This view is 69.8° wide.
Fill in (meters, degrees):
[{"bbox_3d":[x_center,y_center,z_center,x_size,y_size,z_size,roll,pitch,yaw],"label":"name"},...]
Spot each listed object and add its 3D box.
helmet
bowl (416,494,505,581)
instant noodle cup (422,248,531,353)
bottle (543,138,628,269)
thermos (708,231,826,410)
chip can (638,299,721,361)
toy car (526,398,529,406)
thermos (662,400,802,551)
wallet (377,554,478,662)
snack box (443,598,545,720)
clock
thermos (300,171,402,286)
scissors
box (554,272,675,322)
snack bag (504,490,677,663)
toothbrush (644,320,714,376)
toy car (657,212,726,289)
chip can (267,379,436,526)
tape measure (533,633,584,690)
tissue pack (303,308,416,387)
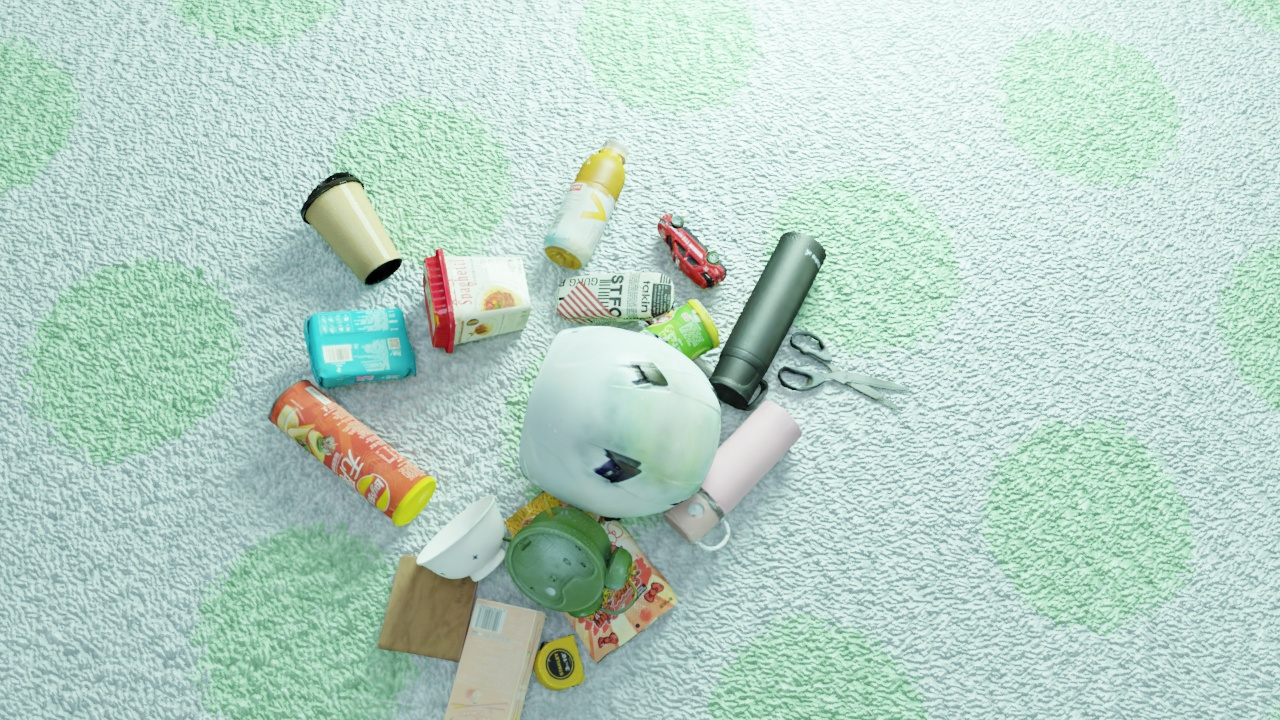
[{"bbox_3d":[0.002,0.077,1.043,0.258,0.146,0.229,24,81,-35],"label":"helmet"},{"bbox_3d":[-0.201,0.224,1.095,0.118,0.118,0.065,-40,100,-13],"label":"bowl"},{"bbox_3d":[-0.212,-0.081,1.186,0.124,0.117,0.116,-8,72,-17],"label":"instant noodle cup"},{"bbox_3d":[-0.068,-0.216,1.252,0.068,0.068,0.189,22,72,5],"label":"bottle"},{"bbox_3d":[0.170,-0.048,1.209,0.068,0.090,0.242,10,63,45],"label":"thermos"},{"bbox_3d":[-0.007,0.007,1.170,0.221,0.072,0.072,-31,76,-6],"label":"chip can"},{"bbox_3d":[-0.103,0.096,1.104,0.056,0.037,0.122,-11,78,-32],"label":"toy car"},{"bbox_3d":[0.120,0.147,1.143,0.087,0.067,0.198,43,75,7],"label":"thermos"},{"bbox_3d":[-0.254,0.297,1.107,0.101,0.020,0.115,9,69,-1],"label":"wallet"},{"bbox_3d":[-0.171,0.363,1.069,0.085,0.026,0.157,5,71,24],"label":"snack box"},{"bbox_3d":[-0.075,0.232,1.037,0.161,0.116,0.056,40,33,-4],"label":"clock"},{"bbox_3d":[-0.382,-0.174,1.221,0.093,0.093,0.143,-36,84,-12],"label":"thermos"},{"bbox_3d":[0.264,0.024,1.217,0.163,0.014,0.164,-26,77,-11],"label":"scissors"},{"bbox_3d":[-0.036,-0.084,1.210,0.164,0.051,0.068,-3,83,12],"label":"box"},{"bbox_3d":[-0.063,0.245,1.114,0.128,0.073,0.208,-36,84,-13],"label":"snack bag"},{"bbox_3d":[0.048,-0.026,1.223,0.187,0.016,0.017,39,65,11],"label":"toothbrush"},{"bbox_3d":[0.065,-0.147,1.242,0.045,0.053,0.120,-39,79,-11],"label":"toy car"},{"bbox_3d":[-0.356,0.112,1.134,0.216,0.073,0.073,37,74,9],"label":"chip can"},{"bbox_3d":[-0.098,0.359,1.083,0.057,0.029,0.060,-8,68,-30],"label":"tape measure"},{"bbox_3d":[-0.357,-0.017,1.175,0.133,0.050,0.093,-6,71,-24],"label":"tissue pack"}]
